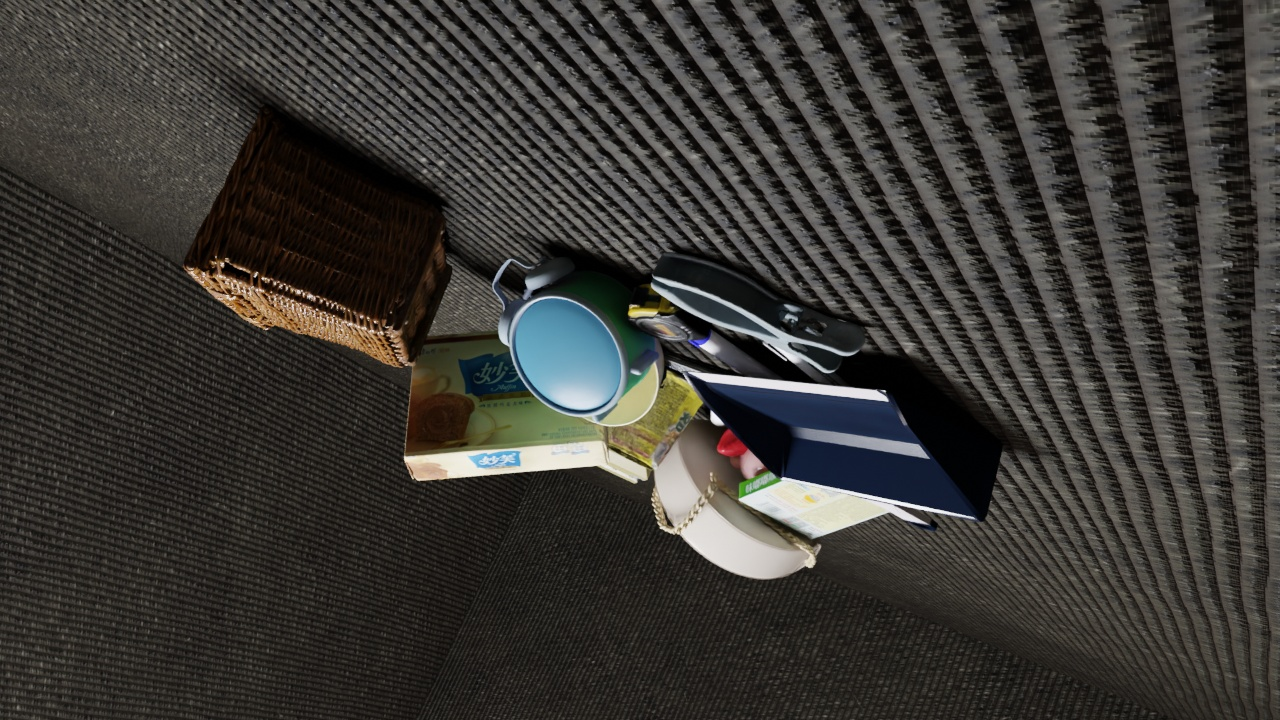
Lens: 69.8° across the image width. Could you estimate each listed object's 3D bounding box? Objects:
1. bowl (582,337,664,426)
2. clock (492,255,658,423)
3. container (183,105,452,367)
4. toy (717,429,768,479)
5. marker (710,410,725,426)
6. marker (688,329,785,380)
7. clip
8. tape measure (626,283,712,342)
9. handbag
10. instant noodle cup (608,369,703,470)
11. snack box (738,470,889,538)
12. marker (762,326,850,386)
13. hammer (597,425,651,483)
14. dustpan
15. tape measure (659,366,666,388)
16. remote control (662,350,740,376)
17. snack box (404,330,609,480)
[{"bbox_3d":[-0.024,-0.003,0.917,0.118,0.118,0.073,22,-150,14],"label":"bowl"},{"bbox_3d":[-0.066,-0.030,0.833,0.161,0.075,0.122,43,127,4],"label":"clock"},{"bbox_3d":[-0.290,-0.096,0.896,0.183,0.162,0.250,21,169,-6],"label":"container"},{"bbox_3d":[0.175,0.113,1.090,0.124,0.096,0.131,-14,130,37],"label":"toy"},{"bbox_3d":[0.095,0.055,1.070,0.025,0.025,0.126,23,168,8],"label":"marker"},{"bbox_3d":[0.088,-0.001,0.853,0.141,0.020,0.020,32,166,-30],"label":"marker"},{"bbox_3d":[0.086,-0.039,0.675,0.163,0.028,0.108,24,170,0],"label":"clip"},{"bbox_3d":[0.023,-0.042,0.775,0.063,0.038,0.067,6,162,36],"label":"tape measure"},{"bbox_3d":[0.123,0.168,1.159,0.208,0.104,0.210,23,-150,-27],"label":"handbag"},{"bbox_3d":[0.013,0.068,1.091,0.102,0.108,0.102,26,169,5],"label":"instant noodle cup"},{"bbox_3d":[0.215,0.145,1.028,0.132,0.027,0.168,31,137,-30],"label":"snack box"},{"bbox_3d":[0.146,0.008,0.775,0.133,0.020,0.017,35,-176,-39],"label":"marker"},{"bbox_3d":[-0.126,0.071,1.406,0.325,0.100,0.190,26,168,-2],"label":"hammer"},{"bbox_3d":[0.199,0.093,0.842,0.272,0.080,0.237,21,170,-37],"label":"dustpan"},{"bbox_3d":[-0.006,0.006,0.997,0.071,0.042,0.072,42,170,18],"label":"tape measure"},{"bbox_3d":[0.079,0.018,0.969,0.137,0.013,0.033,18,167,29],"label":"remote control"},{"bbox_3d":[-0.141,0.042,0.981,0.207,0.153,0.055,-5,146,1],"label":"snack box"}]
